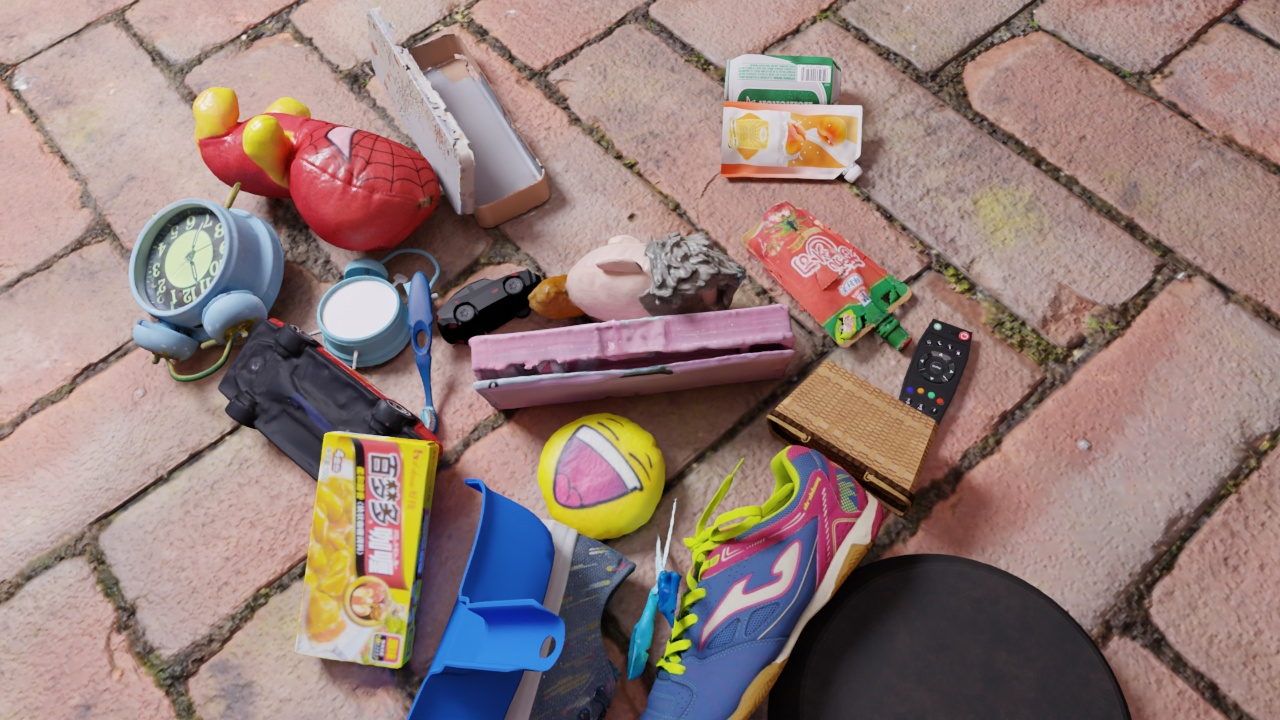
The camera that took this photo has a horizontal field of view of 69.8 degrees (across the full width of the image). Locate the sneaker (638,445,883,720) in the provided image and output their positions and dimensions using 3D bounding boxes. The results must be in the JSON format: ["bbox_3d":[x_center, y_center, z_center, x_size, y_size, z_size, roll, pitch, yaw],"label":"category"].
[{"bbox_3d":[0.051,0.159,0.589,0.091,0.116,0.241,40,75,3],"label":"sneaker"}]

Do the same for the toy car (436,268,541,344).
[{"bbox_3d":[-0.123,-0.047,0.742,0.091,0.042,0.036,-31,66,-12],"label":"toy car"}]

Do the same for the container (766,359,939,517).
[{"bbox_3d":[0.153,0.052,0.649,0.114,0.063,0.061,32,81,19],"label":"container"}]

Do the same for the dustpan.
[{"bbox_3d":[-0.095,0.163,0.515,0.059,0.258,0.245,31,62,-23],"label":"dustpan"}]

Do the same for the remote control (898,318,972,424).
[{"bbox_3d":[0.217,0.024,0.695,0.039,0.010,0.124,22,66,15],"label":"remote control"}]

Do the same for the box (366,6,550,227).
[{"bbox_3d":[-0.162,-0.222,0.824,0.107,0.095,0.216,-14,58,-32],"label":"box"}]

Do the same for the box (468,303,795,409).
[{"bbox_3d":[-0.004,0.005,0.679,0.233,0.098,0.046,-6,68,0],"label":"box"}]

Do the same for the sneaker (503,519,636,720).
[{"bbox_3d":[-0.055,0.217,0.576,0.079,0.088,0.235,13,62,-1],"label":"sneaker"}]

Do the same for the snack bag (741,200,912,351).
[{"bbox_3d":[0.156,-0.063,0.737,0.087,0.044,0.155,-34,70,-25],"label":"snack bag"}]

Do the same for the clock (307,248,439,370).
[{"bbox_3d":[-0.214,-0.046,0.756,0.087,0.042,0.123,27,62,18],"label":"clock"}]

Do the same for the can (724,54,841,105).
[{"bbox_3d":[0.127,-0.246,0.824,0.101,0.053,0.053,3,62,6],"label":"can"}]

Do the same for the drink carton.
[{"bbox_3d":[0.133,-0.191,0.802,0.122,0.039,0.069,3,86,5],"label":"drink carton"}]

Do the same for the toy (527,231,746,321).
[{"bbox_3d":[-0.004,-0.059,0.705,0.176,0.132,0.076,-4,74,20],"label":"toy"}]

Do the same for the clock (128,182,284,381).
[{"bbox_3d":[-0.352,-0.059,0.743,0.118,0.060,0.162,-18,70,15],"label":"clock"}]

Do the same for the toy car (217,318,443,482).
[{"bbox_3d":[-0.235,0.043,0.689,0.189,0.056,0.081,34,87,18],"label":"toy car"}]

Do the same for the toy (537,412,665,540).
[{"bbox_3d":[-0.028,0.083,0.666,0.094,0.041,0.095,-40,69,-12],"label":"toy"}]

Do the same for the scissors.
[{"bbox_3d":[0.018,0.137,0.596,0.015,0.104,0.133,22,49,-5],"label":"scissors"}]

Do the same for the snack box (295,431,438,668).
[{"bbox_3d":[-0.186,0.127,0.628,0.075,0.025,0.152,7,87,4],"label":"snack box"}]

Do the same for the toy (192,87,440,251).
[{"bbox_3d":[-0.268,-0.161,0.779,0.216,0.099,0.147,27,25,19],"label":"toy"}]

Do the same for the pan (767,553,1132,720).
[{"bbox_3d":[0.155,0.271,0.549,0.249,0.043,0.355,35,69,20],"label":"pan"}]

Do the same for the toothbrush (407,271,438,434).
[{"bbox_3d":[-0.170,-0.007,0.718,0.021,0.016,0.132,-7,80,3],"label":"toothbrush"}]
